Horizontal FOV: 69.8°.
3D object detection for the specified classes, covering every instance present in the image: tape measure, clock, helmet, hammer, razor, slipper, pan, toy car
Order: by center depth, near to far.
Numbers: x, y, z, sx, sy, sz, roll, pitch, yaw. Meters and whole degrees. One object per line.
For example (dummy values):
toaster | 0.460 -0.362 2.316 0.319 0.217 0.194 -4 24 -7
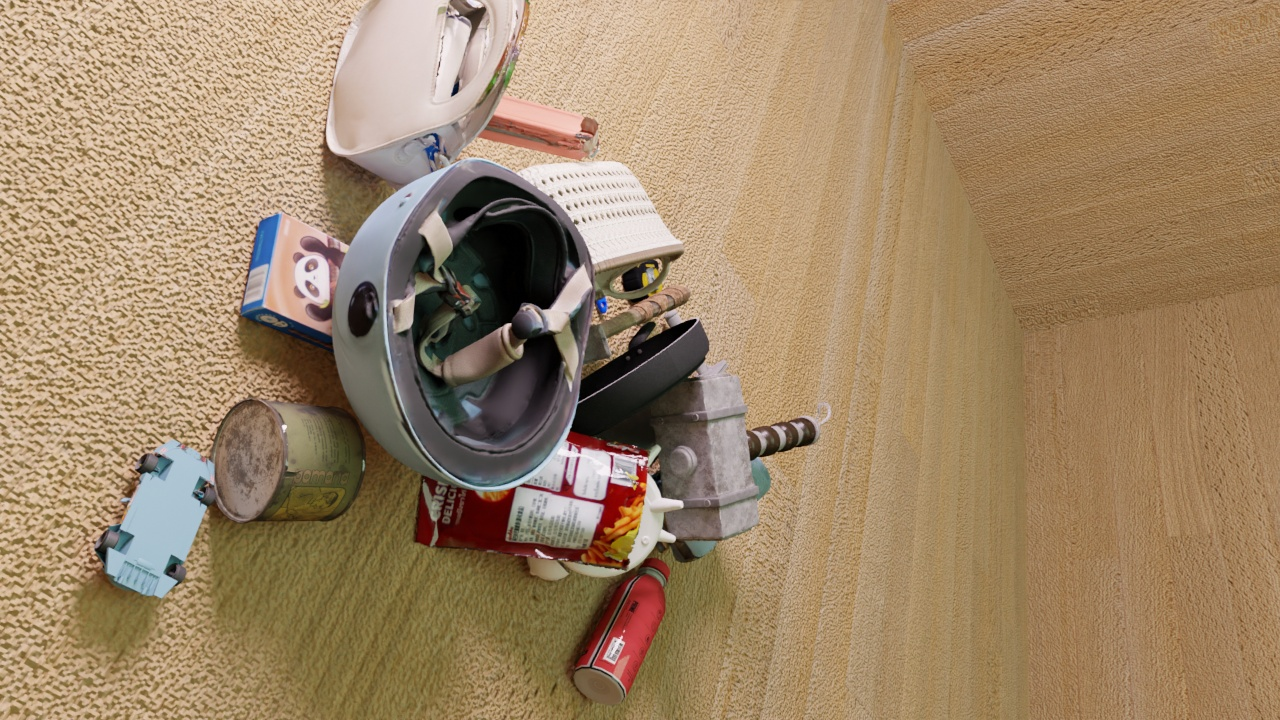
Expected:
toy car | -0.333 0.109 0.629 0.060 0.028 0.107 46 34 -38
helmet | -0.151 -0.021 0.757 0.225 0.167 0.265 23 63 -47
clock | -0.042 0.159 0.944 0.160 0.073 0.125 -11 98 -14
pan | -0.006 0.006 1.044 0.044 0.204 0.355 58 14 -6
hammer | -0.020 -0.045 1.077 0.317 0.122 0.049 -30 104 -58
slipper | 0.005 0.073 1.090 0.055 0.098 0.267 56 37 -28
hammer | 0.142 0.099 1.095 0.325 0.080 0.177 -6 87 -51
tape measure | 0.005 -0.104 1.210 0.061 0.034 0.061 -13 92 -56
razor | 0.068 -0.016 1.257 0.116 0.047 0.088 60 29 -8

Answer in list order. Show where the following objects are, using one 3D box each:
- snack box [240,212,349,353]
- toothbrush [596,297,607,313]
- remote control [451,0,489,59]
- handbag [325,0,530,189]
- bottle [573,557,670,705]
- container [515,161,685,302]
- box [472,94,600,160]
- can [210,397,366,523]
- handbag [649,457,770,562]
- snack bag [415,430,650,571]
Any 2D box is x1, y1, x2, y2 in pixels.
snack box | -0.261 -0.054 0.788 0.151 0.034 0.087 30 56 -50
toothbrush | -0.064 -0.147 1.135 0.016 0.018 0.182 -13 90 -33
remote control | -0.190 -0.373 1.028 0.050 0.011 0.135 10 71 -55
handbag | -0.179 -0.259 0.836 0.093 0.200 0.200 32 56 -52
bottle | -0.012 0.293 1.021 0.062 0.062 0.176 62 36 -23
container | -0.078 -0.117 0.963 0.245 0.185 0.143 -22 88 -59
box | -0.130 -0.245 0.924 0.059 0.187 0.056 -52 156 -78
can | -0.263 0.076 0.688 0.074 0.090 0.089 13 68 -55
handbag | 0.069 0.160 1.142 0.191 0.119 0.122 -39 103 -46
snack bag | -0.099 0.122 0.867 0.208 0.067 0.138 13 76 -12
